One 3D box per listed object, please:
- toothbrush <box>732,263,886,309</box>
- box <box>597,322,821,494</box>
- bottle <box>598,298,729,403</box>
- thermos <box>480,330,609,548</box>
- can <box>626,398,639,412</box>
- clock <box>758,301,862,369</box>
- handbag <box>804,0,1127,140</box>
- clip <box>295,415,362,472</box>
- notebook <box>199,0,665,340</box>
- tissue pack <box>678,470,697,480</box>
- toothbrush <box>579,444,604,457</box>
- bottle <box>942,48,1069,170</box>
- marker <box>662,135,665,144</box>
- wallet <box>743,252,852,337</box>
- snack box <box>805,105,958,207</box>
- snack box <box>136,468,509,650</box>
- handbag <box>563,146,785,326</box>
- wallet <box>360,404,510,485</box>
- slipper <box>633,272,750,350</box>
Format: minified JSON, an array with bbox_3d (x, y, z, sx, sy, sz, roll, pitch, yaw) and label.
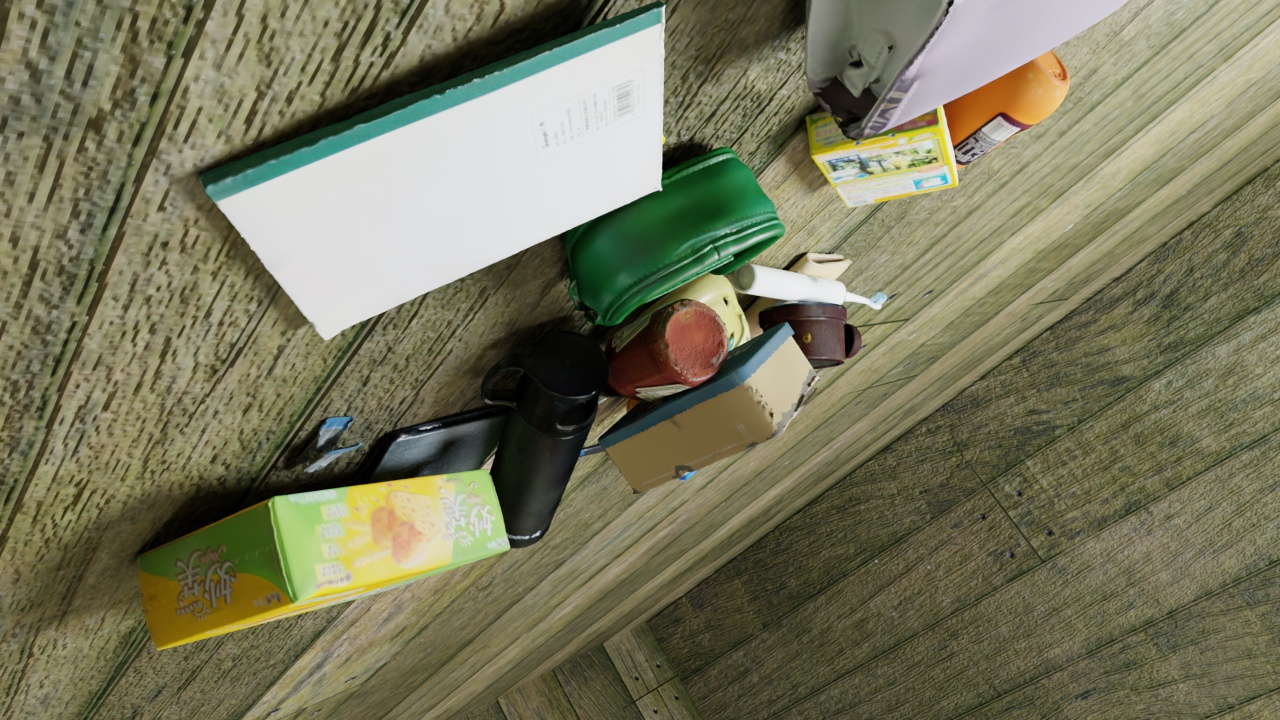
[{"bbox_3d":[0.166,-0.064,0.857,0.220,0.026,0.026,4,137,-44],"label":"toothbrush"},{"bbox_3d":[0.054,0.037,0.688,0.185,0.059,0.089,-33,-175,42],"label":"box"},{"bbox_3d":[-0.004,0.004,0.701,0.059,0.060,0.206,-24,179,-26],"label":"bottle"},{"bbox_3d":[-0.094,0.069,0.745,0.090,0.068,0.243,9,142,-12],"label":"thermos"},{"bbox_3d":[0.056,0.042,0.883,0.146,0.058,0.058,-15,177,39],"label":"can"},{"bbox_3d":[0.160,-0.020,0.870,0.082,0.055,0.121,-8,168,36],"label":"clock"},{"bbox_3d":[0.184,-0.209,0.466,0.197,0.098,0.145,-30,160,-10],"label":"handbag"},{"bbox_3d":[-0.217,0.062,0.630,0.058,0.045,0.027,-33,167,33],"label":"clip"},{"bbox_3d":[-0.083,-0.086,0.451,0.209,0.012,0.150,-24,160,-9],"label":"notebook"},{"bbox_3d":[0.065,0.081,1.068,0.094,0.052,0.157,-45,165,-16],"label":"tissue pack"},{"bbox_3d":[-0.033,0.098,1.033,0.189,0.016,0.014,-9,143,-49],"label":"toothbrush"},{"bbox_3d":[0.257,-0.185,0.719,0.066,0.066,0.150,-16,162,-42],"label":"bottle"},{"bbox_3d":[-0.041,-0.096,0.523,0.124,0.015,0.018,-32,158,9],"label":"marker"},{"bbox_3d":[0.150,-0.064,0.909,0.087,0.024,0.115,-3,145,-47],"label":"wallet"},{"bbox_3d":[0.178,-0.149,0.661,0.087,0.033,0.140,-8,173,22],"label":"snack box"},{"bbox_3d":[-0.224,0.141,0.674,0.158,0.070,0.209,-23,167,28],"label":"snack box"},{"bbox_3d":[0.019,-0.071,0.592,0.131,0.068,0.120,-28,170,-16],"label":"handbag"},{"bbox_3d":[-0.167,0.076,0.753,0.120,0.019,0.097,-13,151,-44],"label":"wallet"},{"bbox_3d":[0.061,-0.016,0.795,0.092,0.081,0.190,-38,164,9],"label":"slipper"}]
